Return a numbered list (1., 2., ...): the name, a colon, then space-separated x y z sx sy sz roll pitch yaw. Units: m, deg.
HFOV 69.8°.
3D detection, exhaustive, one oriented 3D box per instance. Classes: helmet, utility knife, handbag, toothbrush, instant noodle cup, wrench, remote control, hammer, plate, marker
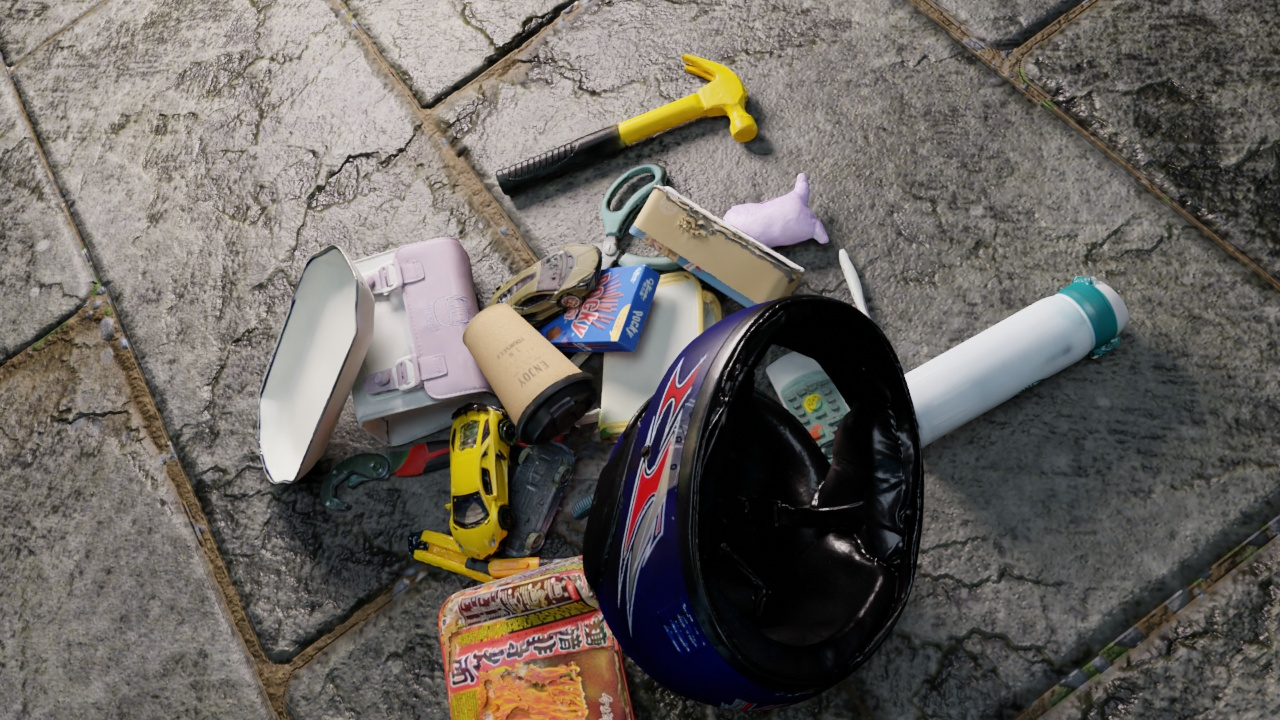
1. helmet: 0.080 0.116 0.754 0.247 0.241 0.315 13 78 -21
2. utility knife: -0.146 0.205 0.907 0.203 0.015 0.033 13 75 18
3. handbag: -0.238 -0.025 0.985 0.145 0.098 0.196 -17 66 1
4. handbag: -0.006 0.005 0.935 0.179 0.063 0.163 -10 65 27
5. toothbrush: 0.015 0.105 0.905 0.191 0.016 0.018 -30 54 2
6. instant noodle cup: -0.087 0.286 0.823 0.164 0.079 0.188 -17 64 8
7. wrench: -0.212 0.104 0.965 0.274 0.016 0.056 -15 69 9
8. remote control: 0.172 0.051 0.883 0.056 0.019 0.135 -25 65 4
9. hammer: -0.023 -0.258 1.053 0.301 0.033 0.128 -21 64 6
10. plate: -0.340 0.008 0.964 0.162 0.034 0.266 46 116 42
11. toothbrush: 0.231 -0.033 0.904 0.017 0.016 0.187 -15 65 0
12. marker: -0.085 0.198 0.885 0.124 0.015 0.018 -3 52 2

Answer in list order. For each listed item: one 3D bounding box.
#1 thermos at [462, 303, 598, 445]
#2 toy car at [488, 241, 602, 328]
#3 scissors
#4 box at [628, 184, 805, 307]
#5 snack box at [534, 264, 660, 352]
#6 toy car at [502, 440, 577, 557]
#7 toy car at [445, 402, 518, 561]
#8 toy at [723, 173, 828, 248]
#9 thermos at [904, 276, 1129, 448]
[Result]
1. thermos: -0.110 0.013 0.896 0.093 0.093 0.143 -40 68 -4
2. toy car: -0.102 -0.074 0.956 0.158 0.042 0.070 -27 46 32
3. scissors: 0.011 -0.132 1.001 0.178 0.019 0.170 28 77 22
4. box: 0.082 -0.105 0.913 0.184 0.089 0.061 36 104 14
5. snack box: -0.052 -0.051 0.938 0.157 0.026 0.084 0 65 48
6. toy car: -0.105 0.137 0.913 0.054 0.036 0.120 22 85 26
7. toy car: -0.158 0.118 0.904 0.071 0.041 0.155 -14 70 33
8. toy: 0.134 -0.146 0.961 0.108 0.039 0.083 -17 70 14
9. thermos: 0.332 0.002 0.832 0.224 0.073 0.073 -28 64 -2
